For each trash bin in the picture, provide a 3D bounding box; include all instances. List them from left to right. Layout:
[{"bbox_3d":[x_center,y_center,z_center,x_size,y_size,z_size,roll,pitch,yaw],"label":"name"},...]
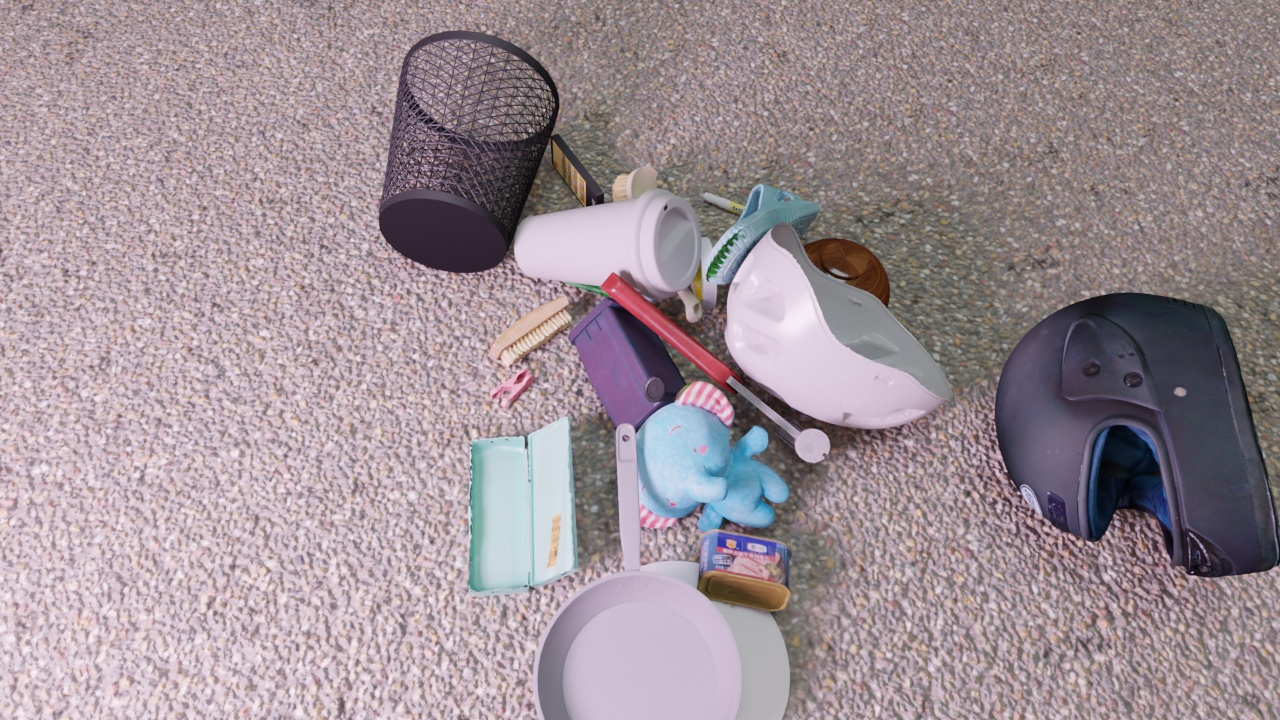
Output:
[{"bbox_3d":[-0.233,-0.261,1.205,0.217,0.217,0.242,7,63,2],"label":"trash bin"},{"bbox_3d":[-0.007,0.006,1.087,0.093,0.092,0.160,12,42,-51],"label":"trash bin"}]

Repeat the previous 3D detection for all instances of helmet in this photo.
[{"bbox_3d":[0.232,-0.027,1.066,0.282,0.184,0.223,18,32,-10],"label":"helmet"},{"bbox_3d":[0.512,0.082,0.989,0.236,0.249,0.315,-11,55,24],"label":"helmet"}]

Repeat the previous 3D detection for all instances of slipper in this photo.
[{"bbox_3d":[0.142,-0.159,1.154,0.069,0.116,0.275,38,30,16],"label":"slipper"}]

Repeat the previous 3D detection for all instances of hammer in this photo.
[{"bbox_3d":[0.082,0.006,1.054,0.315,0.126,0.036,39,90,5],"label":"hammer"}]

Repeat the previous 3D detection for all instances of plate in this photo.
[{"bbox_3d":[0.041,0.309,0.939,0.229,0.030,0.229,1,57,-2],"label":"plate"}]

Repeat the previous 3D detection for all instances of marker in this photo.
[{"bbox_3d":[0.150,-0.209,1.294,0.132,0.014,0.014,24,59,12],"label":"marker"}]

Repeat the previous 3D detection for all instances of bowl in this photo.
[{"bbox_3d":[0.261,-0.112,1.203,0.147,0.069,0.147,1,57,-2],"label":"bowl"}]

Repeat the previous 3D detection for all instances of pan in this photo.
[{"bbox_3d":[-0.007,0.236,0.924,0.201,0.051,0.355,-4,63,3],"label":"pan"}]

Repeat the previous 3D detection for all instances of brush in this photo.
[{"bbox_3d":[-0.136,-0.035,1.147,0.117,0.049,0.039,-35,87,-24],"label":"brush"},{"bbox_3d":[0.025,-0.154,1.211,0.062,0.078,0.272,15,42,-42],"label":"brush"}]

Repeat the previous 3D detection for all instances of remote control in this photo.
[{"bbox_3d":[-0.089,-0.256,1.288,0.013,0.058,0.133,-26,60,-19],"label":"remote control"}]

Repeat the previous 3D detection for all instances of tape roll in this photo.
[{"bbox_3d":[0.081,-0.111,1.178,0.019,0.094,0.094,-5,57,-5],"label":"tape roll"}]

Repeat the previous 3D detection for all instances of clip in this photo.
[{"bbox_3d":[-0.152,0.036,1.115,0.060,0.023,0.044,-19,64,-13],"label":"clip"}]

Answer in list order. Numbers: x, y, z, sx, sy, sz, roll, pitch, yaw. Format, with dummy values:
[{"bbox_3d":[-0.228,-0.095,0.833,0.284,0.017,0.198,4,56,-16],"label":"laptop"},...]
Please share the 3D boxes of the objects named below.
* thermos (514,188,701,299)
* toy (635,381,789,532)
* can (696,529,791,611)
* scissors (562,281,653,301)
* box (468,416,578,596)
[{"bbox_3d":[-0.047,-0.144,1.145,0.222,0.131,0.131,4,51,34],"label":"thermos"},{"bbox_3d":[0.072,0.127,0.998,0.180,0.114,0.183,29,102,2],"label":"toy"},{"bbox_3d":[0.109,0.224,0.974,0.100,0.054,0.058,11,39,2],"label":"can"},{"bbox_3d":[-0.042,-0.097,1.213,0.131,0.014,0.071,24,59,12],"label":"scissors"},{"bbox_3d":[-0.128,0.161,1.016,0.138,0.057,0.186,-12,57,11],"label":"box"}]
